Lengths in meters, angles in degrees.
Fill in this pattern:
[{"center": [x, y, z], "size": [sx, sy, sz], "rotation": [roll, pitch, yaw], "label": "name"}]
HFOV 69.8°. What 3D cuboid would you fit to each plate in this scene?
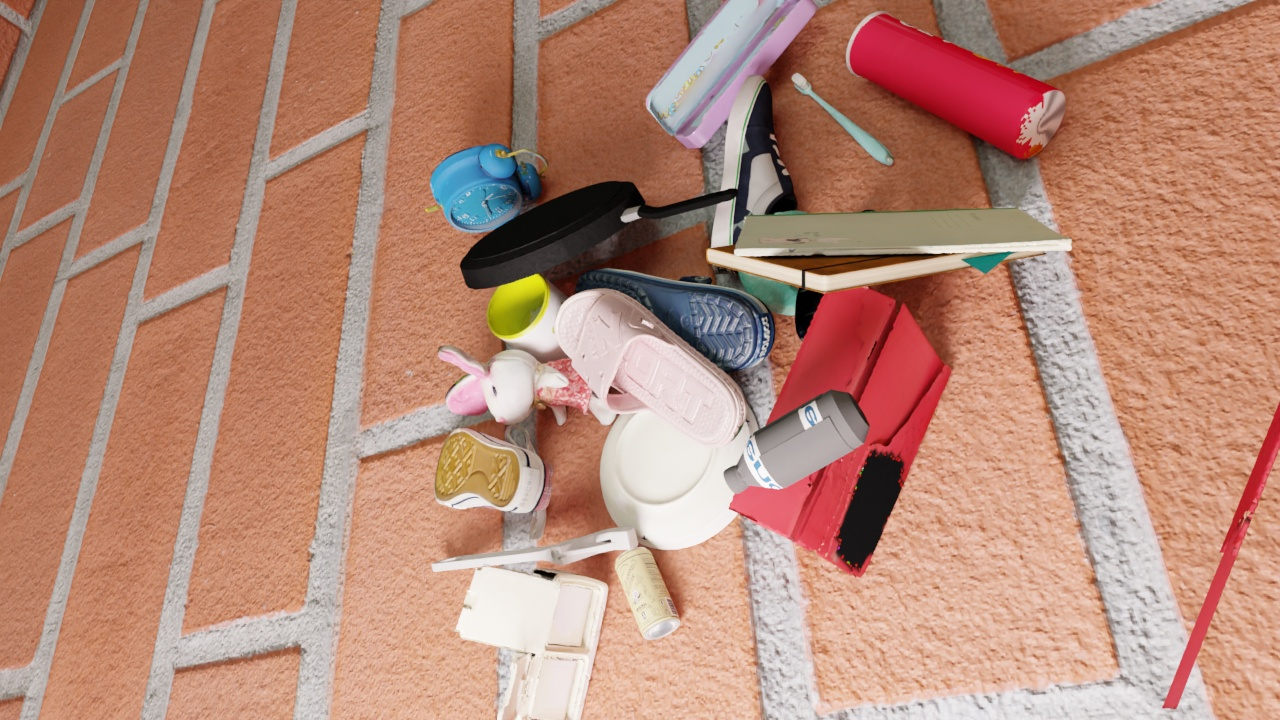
[{"center": [0.030, 0.096, 0.919], "size": [0.183, 0.034, 0.182], "rotation": [-15, 60, 26], "label": "plate"}]

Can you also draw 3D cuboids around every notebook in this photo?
[{"center": [0.208, -0.092, 0.773], "size": [0.178, 0.248, 0.014], "rotation": [27, 123, 59], "label": "notebook"}, {"center": [0.212, -0.113, 0.789], "size": [0.253, 0.181, 0.010], "rotation": [0, 107, 10], "label": "notebook"}]

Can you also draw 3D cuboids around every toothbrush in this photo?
[{"center": [0.216, -0.261, 0.991], "size": [0.016, 0.016, 0.180], "rotation": [-41, 53, 9], "label": "toothbrush"}]

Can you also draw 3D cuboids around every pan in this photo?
[{"center": [-0.051, -0.155, 1.009], "size": [0.357, 0.034, 0.224], "rotation": [-8, 26, 37], "label": "pan"}]

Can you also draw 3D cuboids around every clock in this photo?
[{"center": [-0.193, -0.226, 1.174], "size": [0.162, 0.116, 0.060], "rotation": [-30, 65, 23], "label": "clock"}]

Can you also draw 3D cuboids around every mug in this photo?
[{"center": [-0.108, -0.041, 1.031], "size": [0.083, 0.106, 0.082], "rotation": [-15, 59, 26], "label": "mug"}]

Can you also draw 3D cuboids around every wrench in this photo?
[{"center": [-0.115, 0.197, 0.943], "size": [0.274, 0.086, 0.018], "rotation": [-16, 84, 40], "label": "wrench"}]

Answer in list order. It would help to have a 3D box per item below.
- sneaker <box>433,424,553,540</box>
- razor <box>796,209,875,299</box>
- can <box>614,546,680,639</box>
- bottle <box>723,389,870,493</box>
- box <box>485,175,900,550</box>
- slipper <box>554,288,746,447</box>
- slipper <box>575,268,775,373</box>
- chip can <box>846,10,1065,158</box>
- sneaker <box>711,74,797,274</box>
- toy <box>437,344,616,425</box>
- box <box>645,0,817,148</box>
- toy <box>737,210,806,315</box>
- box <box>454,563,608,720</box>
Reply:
[{"center": [-0.147, 0.126, 0.989], "size": [0.241, 0.087, 0.118], "rotation": [0, 78, 56], "label": "sneaker"}, {"center": [0.199, -0.081, 0.894], "size": [0.151, 0.067, 0.054], "rotation": [-57, 18, -20], "label": "razor"}, {"center": [0.006, 0.220, 0.870], "size": [0.038, 0.038, 0.079], "rotation": [-36, 52, 13], "label": "can"}, {"center": [0.111, 0.063, 0.668], "size": [0.113, 0.047, 0.047], "rotation": [-32, 53, 19], "label": "bottle"}, {"center": [0.057, 0.010, 0.803], "size": [0.325, 0.153, 0.213], "rotation": [24, 82, 8], "label": "box"}, {"center": [-0.005, 0.005, 0.890], "size": [0.239, 0.064, 0.094], "rotation": [34, 119, 30], "label": "slipper"}, {"center": [0.037, -0.037, 0.948], "size": [0.253, 0.095, 0.105], "rotation": [13, 109, 42], "label": "slipper"}, {"center": [0.305, -0.275, 0.905], "size": [0.069, 0.069, 0.220], "rotation": [-48, 51, 4], "label": "chip can"}, {"center": [0.131, -0.199, 0.979], "size": [0.079, 0.084, 0.235], "rotation": [4, 70, 16], "label": "sneaker"}, {"center": [-0.120, 0.030, 0.990], "size": [0.194, 0.159, 0.084], "rotation": [9, 64, -6], "label": "toy"}, {"center": [0.105, -0.347, 1.066], "size": [0.096, 0.077, 0.214], "rotation": [40, 92, 9], "label": "box"}, {"center": [0.137, -0.094, 0.907], "size": [0.033, 0.085, 0.105], "rotation": [-164, 68, -76], "label": "toy"}, {"center": [-0.087, 0.258, 0.811], "size": [0.069, 0.191, 0.143], "rotation": [3, 76, 33], "label": "box"}]
